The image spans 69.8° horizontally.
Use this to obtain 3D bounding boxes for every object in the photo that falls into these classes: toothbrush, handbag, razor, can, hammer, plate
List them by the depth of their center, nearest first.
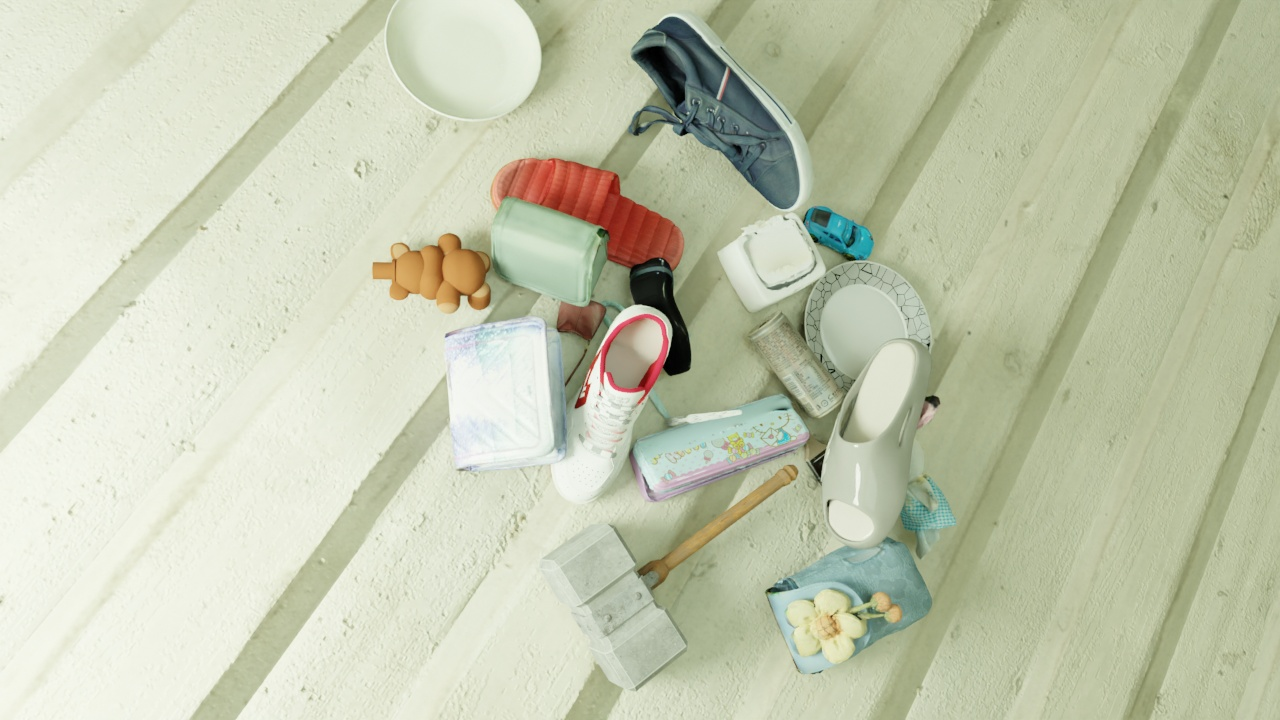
[{"bbox_3d":[-0.149,0.039,1.009,0.126,0.069,0.158,-8,78,11],"label":"handbag"},{"bbox_3d":[0.070,0.062,1.010,0.010,0.182,0.010,-12,88,-24],"label":"toothbrush"},{"bbox_3d":[-0.099,-0.126,1.029,0.122,0.106,0.067,20,64,6],"label":"handbag"},{"bbox_3d":[0.062,0.208,1.043,0.317,0.083,0.162,-32,91,-21],"label":"hammer"},{"bbox_3d":[-0.083,-0.015,1.067,0.055,0.029,0.119,17,81,6],"label":"handbag"},{"bbox_3d":[0.250,0.284,1.073,0.191,0.119,0.121,-20,86,-15],"label":"handbag"},{"bbox_3d":[-0.210,-0.364,1.086,0.182,0.034,0.182,3,79,-18],"label":"plate"},{"bbox_3d":[0.028,-0.052,1.093,0.063,0.053,0.140,-17,89,-61],"label":"razor"},{"bbox_3d":[0.194,0.006,1.140,0.054,0.054,0.135,-39,93,-21],"label":"can"},{"bbox_3d":[0.296,-0.037,1.202,0.188,0.016,0.188,3,79,-18],"label":"plate"}]

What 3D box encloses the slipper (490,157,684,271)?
[{"bbox_3d":[-0.054,-0.177,1.091,0.248,0.059,0.103,20,75,-15],"label":"slipper"}]

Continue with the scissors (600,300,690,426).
[{"bbox_3d":[-0.007,0.006,1.096,0.171,0.021,0.172,-32,88,-25],"label":"scissors"}]

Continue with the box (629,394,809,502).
[{"bbox_3d":[0.094,0.101,1.092,0.213,0.065,0.078,-17,72,-20],"label":"box"}]

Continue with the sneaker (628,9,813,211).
[{"bbox_3d":[0.090,-0.290,1.137,0.294,0.121,0.127,50,57,-1],"label":"sneaker"}]

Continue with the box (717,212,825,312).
[{"bbox_3d":[0.171,-0.130,1.141,0.107,0.091,0.102,-27,90,-23],"label":"box"}]

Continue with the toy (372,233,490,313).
[{"bbox_3d":[-0.231,-0.094,1.023,0.127,0.065,0.094,0,72,-10],"label":"toy"}]

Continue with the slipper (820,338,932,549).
[{"bbox_3d":[0.268,0.085,1.091,0.080,0.113,0.265,31,75,-39],"label":"slipper"}]

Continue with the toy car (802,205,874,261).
[{"bbox_3d":[0.264,-0.169,1.209,0.105,0.032,0.048,26,72,-14],"label":"toy car"}]

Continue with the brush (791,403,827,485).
[{"bbox_3d":[0.223,0.119,1.151,0.038,0.012,0.151,-33,90,-20],"label":"brush"}]

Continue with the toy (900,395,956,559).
[{"bbox_3d":[0.332,0.148,1.154,0.106,0.131,0.205,-8,90,11],"label":"toy"}]

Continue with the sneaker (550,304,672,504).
[{"bbox_3d":[-0.032,0.049,1.008,0.090,0.104,0.236,27,88,-2],"label":"sneaker"}]
